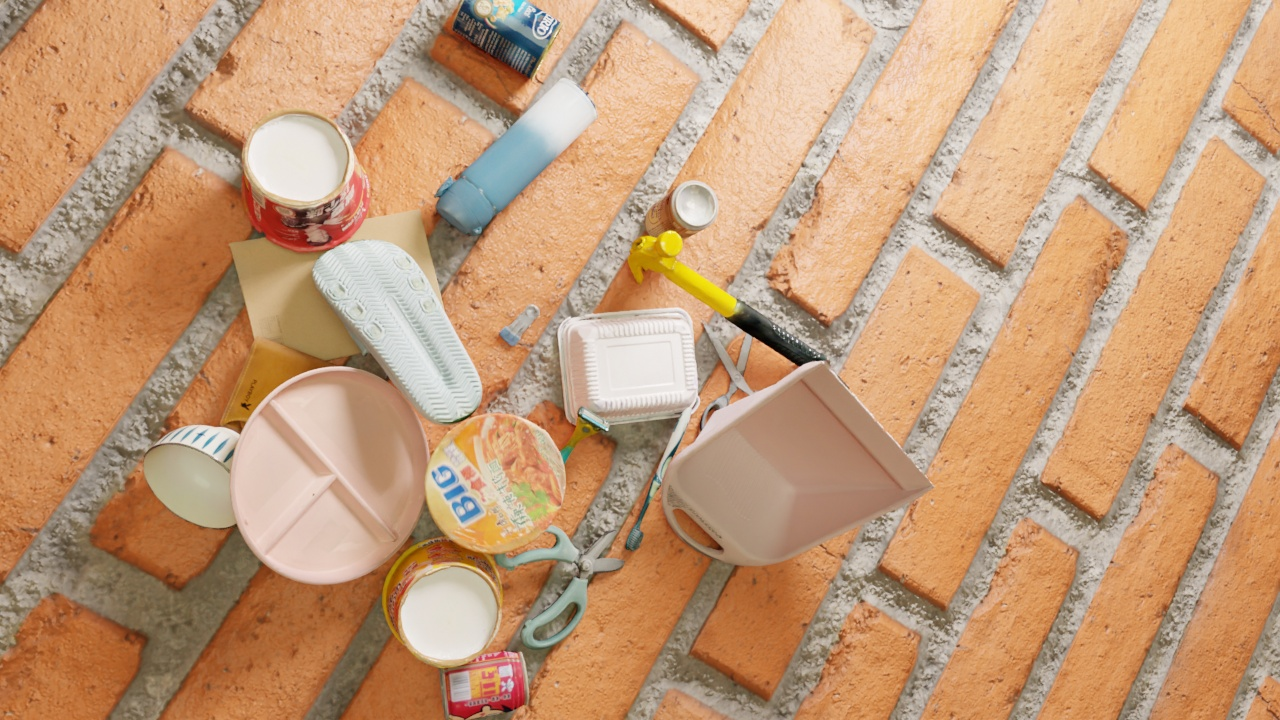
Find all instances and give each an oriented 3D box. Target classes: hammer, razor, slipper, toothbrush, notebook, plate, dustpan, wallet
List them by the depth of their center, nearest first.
[{"bbox_3d":[-0.327,0.121,0.977,0.229,0.028,0.229,2,88,-47],"label":"plate"},{"bbox_3d":[-0.381,0.051,1.011,0.130,0.035,0.119,22,79,-17],"label":"wallet"},{"bbox_3d":[-0.263,-0.031,1.018,0.103,0.074,0.245,-34,83,-22],"label":"slipper"},{"bbox_3d":[-0.338,-0.080,1.042,0.211,0.012,0.149,-14,93,-16],"label":"notebook"},{"bbox_3d":[0.163,0.148,1.072,0.222,0.274,0.138,44,56,-17],"label":"dustpan"},{"bbox_3d":[-0.090,0.115,1.085,0.043,0.028,0.133,31,103,-19],"label":"razor"},{"bbox_3d":[0.024,0.146,1.116,0.016,0.018,0.191,20,94,-45],"label":"toothbrush"},{"bbox_3d":[0.111,-0.064,1.124,0.300,0.129,0.032,31,75,-22],"label":"hammer"}]

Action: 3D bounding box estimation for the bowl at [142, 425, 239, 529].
[{"bbox_3d":[-0.449,0.113,0.963,0.116,0.117,0.066,37,34,-12],"label":"bowl"}]

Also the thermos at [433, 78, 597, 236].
[{"bbox_3d":[-0.146,-0.237,1.075,0.070,0.070,0.220,46,77,-10],"label":"thermos"}]

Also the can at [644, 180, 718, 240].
[{"bbox_3d":[0.047,-0.175,1.101,0.058,0.116,0.058,1,87,-17],"label":"can"}]

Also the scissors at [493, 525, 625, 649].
[{"bbox_3d":[-0.098,0.269,1.084,0.170,0.019,0.181,9,92,-29],"label":"scissors"}]

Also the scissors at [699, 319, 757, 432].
[{"bbox_3d":[0.128,0.027,1.170,0.159,0.014,0.180,28,79,-13],"label":"scissors"}]

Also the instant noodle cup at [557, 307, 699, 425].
[{"bbox_3d":[-0.007,0.006,1.109,0.173,0.060,0.138,-5,89,-18],"label":"instant noodle cup"}]

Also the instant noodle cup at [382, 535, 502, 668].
[{"bbox_3d":[-0.214,0.269,1.012,0.138,0.110,0.138,1,86,-16],"label":"instant noodle cup"}]

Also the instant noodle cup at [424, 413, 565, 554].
[{"bbox_3d":[-0.168,0.133,1.028,0.151,0.111,0.151,1,88,-17],"label":"instant noodle cup"}]

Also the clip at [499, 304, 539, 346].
[{"bbox_3d":[-0.142,-0.043,1.092,0.024,0.027,0.056,44,87,-9],"label":"clip"}]

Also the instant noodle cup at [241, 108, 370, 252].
[{"bbox_3d":[-0.360,-0.195,0.981,0.137,0.109,0.137,3,80,-15],"label":"instant noodle cup"}]

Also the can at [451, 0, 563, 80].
[{"bbox_3d":[-0.157,-0.391,1.073,0.111,0.075,0.075,29,80,-12],"label":"can"}]

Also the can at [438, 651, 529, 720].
[{"bbox_3d":[-0.178,0.368,1.040,0.093,0.066,0.066,-5,89,-16],"label":"can"}]
